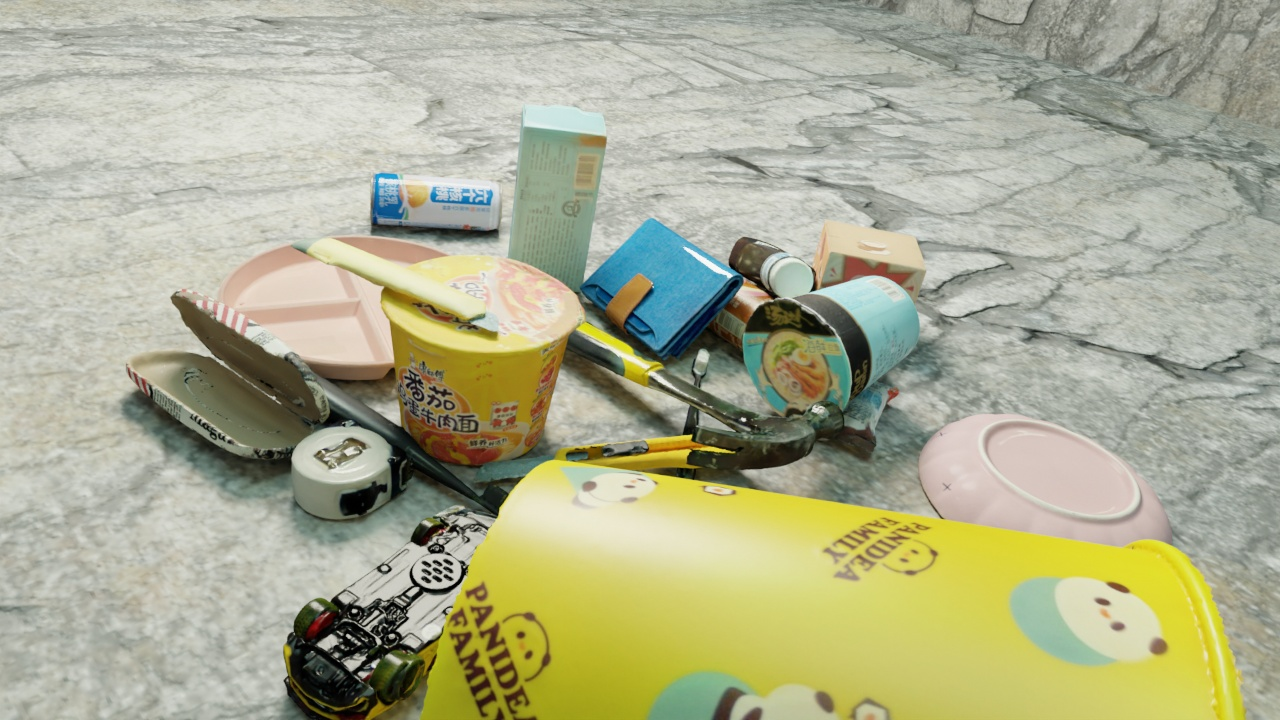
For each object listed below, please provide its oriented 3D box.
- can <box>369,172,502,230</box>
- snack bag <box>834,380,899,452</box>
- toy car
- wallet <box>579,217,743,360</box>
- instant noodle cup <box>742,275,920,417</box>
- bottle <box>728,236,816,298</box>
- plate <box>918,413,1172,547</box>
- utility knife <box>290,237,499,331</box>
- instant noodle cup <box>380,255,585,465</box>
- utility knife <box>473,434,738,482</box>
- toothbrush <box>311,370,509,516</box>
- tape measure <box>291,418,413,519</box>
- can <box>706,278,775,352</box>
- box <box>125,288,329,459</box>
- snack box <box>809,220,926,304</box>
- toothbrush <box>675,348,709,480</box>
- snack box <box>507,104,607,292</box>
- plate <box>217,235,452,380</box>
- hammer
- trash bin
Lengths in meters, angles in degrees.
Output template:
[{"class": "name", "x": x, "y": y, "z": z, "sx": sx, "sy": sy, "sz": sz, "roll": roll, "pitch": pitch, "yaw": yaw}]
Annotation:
[{"class": "can", "x": -0.214, "y": -0.166, "z": 0.964, "sx": 0.134, "sy": 0.053, "sz": 0.053, "roll": 2, "pitch": 33, "yaw": -14}, {"class": "snack bag", "x": 0.188, "y": 0.041, "z": 0.774, "sx": 0.045, "sy": 0.026, "sz": 0.105, "roll": 23, "pitch": 35, "yaw": 17}, {"class": "toy car", "x": -0.125, "y": 0.139, "z": 0.515, "sx": 0.071, "sy": 0.041, "sz": 0.155, "roll": 24, "pitch": 36, "yaw": 21}, {"class": "wallet", "x": 0.016, "y": -0.069, "z": 0.848, "sx": 0.106, "sy": 0.040, "sz": 0.133, "roll": -46, "pitch": 49, "yaw": -4}, {"class": "instant noodle cup", "x": 0.165, "y": -0.016, "z": 0.763, "sx": 0.120, "sy": 0.111, "sz": 0.111, "roll": -24, "pitch": 45, "yaw": -35}, {"class": "bottle", "x": 0.130, "y": -0.086, "z": 0.877, "sx": 0.080, "sy": 0.044, "sz": 0.194, "roll": 22, "pitch": 10, "yaw": -5}, {"class": "plate", "x": 0.317, "y": 0.096, "z": 0.712, "sx": 0.192, "sy": 0.039, "sz": 0.192, "roll": 7, "pitch": 32, "yaw": -5}, {"class": "utility knife", "x": -0.165, "y": -0.056, "z": 0.627, "sx": 0.167, "sy": 0.018, "sz": 0.030, "roll": 19, "pitch": 38, "yaw": 18}, {"class": "instant noodle cup", "x": -0.119, "y": 0.002, "z": 0.670, "sx": 0.138, "sy": 0.110, "sz": 0.137, "roll": 7, "pitch": 32, "yaw": -4}, {"class": "utility knife", "x": -0.017, "y": 0.070, "z": 0.665, "sx": 0.208, "sy": 0.015, "sz": 0.033, "roll": -5, "pitch": 34, "yaw": -17}, {"class": "toothbrush", "x": -0.174, "y": 0.056, "z": 0.646, "sx": 0.213, "sy": 0.026, "sz": 0.027, "roll": 26, "pitch": 80, "yaw": 24}, {"class": "tape measure", "x": -0.196, "y": 0.073, "z": 0.608, "sx": 0.066, "sy": 0.034, "sz": 0.065, "roll": 23, "pitch": 34, "yaw": 23}, {"class": "can", "x": 0.073, "y": -0.060, "z": 0.872, "sx": 0.057, "sy": 0.058, "sz": 0.147, "roll": -17, "pitch": 41, "yaw": -36}, {"class": "box", "x": -0.294, "y": 0.018, "z": 0.644, "sx": 0.163, "sy": 0.076, "sz": 0.087, "roll": 26, "pitch": 57, "yaw": 23}, {"class": "snack box", "x": 0.216, "y": -0.073, "z": 0.900, "sx": 0.093, "sy": 0.095, "sz": 0.076, "roll": 11, "pitch": 32, "yaw": 1}, {"class": "toothbrush", "x": 0.043, "y": 0.043, "z": 0.742, "sx": 0.015, "sy": 0.018, "sz": 0.180, "roll": 18, "pitch": 33, "yaw": -3}, {"class": "snack box", "x": -0.081, "y": -0.148, "z": 0.859, "sx": 0.074, "sy": 0.175, "sz": 0.051, "roll": 5, "pitch": 38, "yaw": -11}, {"class": "plate", "x": -0.240, "y": -0.048, "z": 0.794, "sx": 0.229, "sy": 0.028, "sz": 0.229, "roll": 7, "pitch": 31, "yaw": -4}, {"class": "hammer", "x": -0.004, "y": 0.004, "z": 0.743, "sx": 0.323, "sy": 0.032, "sz": 0.125, "roll": 27, "pitch": 30, "yaw": 35}, {"class": "trash bin", "x": 0.061, "y": 0.158, "z": 0.382, "sx": 0.255, "sy": 0.230, "sz": 0.228, "roll": 12, "pitch": 31, "yaw": 14}]
